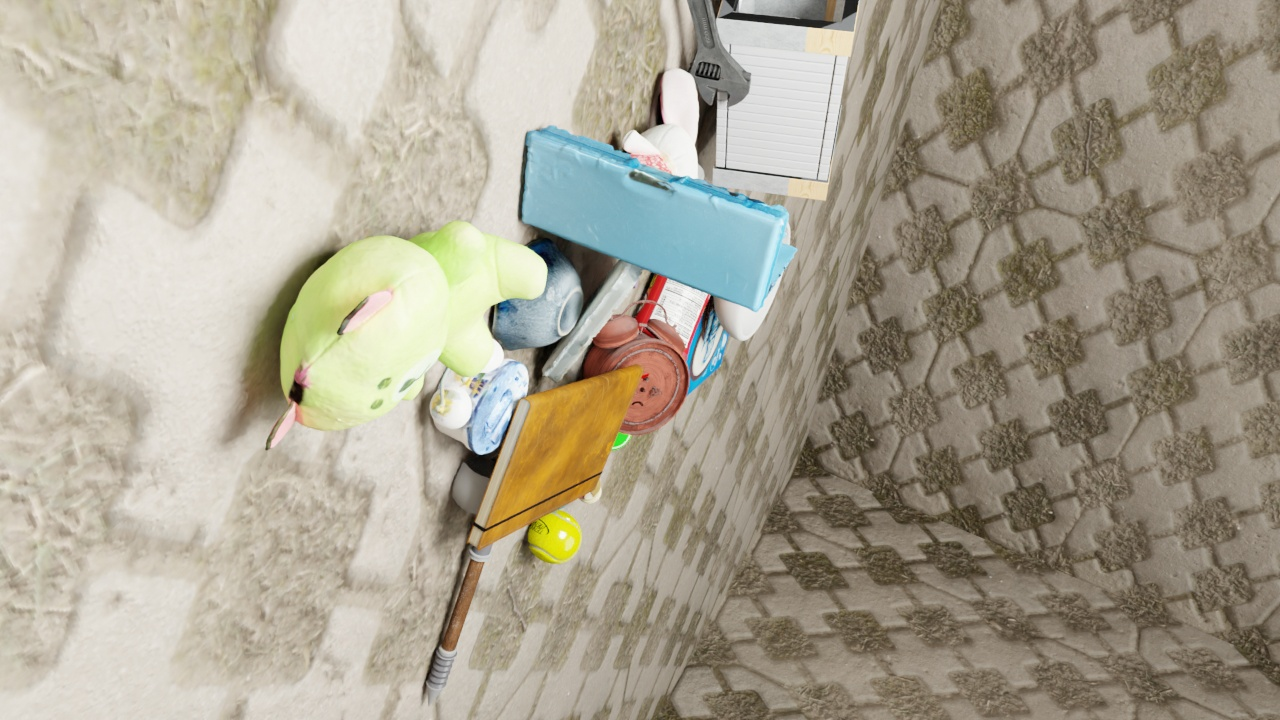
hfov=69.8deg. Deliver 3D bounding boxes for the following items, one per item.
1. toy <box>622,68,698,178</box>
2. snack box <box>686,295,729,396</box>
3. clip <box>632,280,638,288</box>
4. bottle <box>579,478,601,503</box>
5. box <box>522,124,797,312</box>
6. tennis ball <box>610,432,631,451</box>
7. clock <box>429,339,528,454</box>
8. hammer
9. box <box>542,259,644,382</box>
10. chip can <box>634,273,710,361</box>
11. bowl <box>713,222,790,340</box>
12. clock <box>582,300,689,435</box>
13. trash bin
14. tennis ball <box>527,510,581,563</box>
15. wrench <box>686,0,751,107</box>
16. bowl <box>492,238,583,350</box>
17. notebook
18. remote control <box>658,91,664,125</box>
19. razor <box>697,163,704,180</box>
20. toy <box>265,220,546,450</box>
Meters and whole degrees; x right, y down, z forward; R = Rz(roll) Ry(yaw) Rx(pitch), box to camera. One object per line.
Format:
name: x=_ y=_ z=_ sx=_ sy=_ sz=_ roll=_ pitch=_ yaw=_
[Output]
toy: x=0.013 y=-0.198 z=0.949 sx=0.193 sy=0.084 sz=0.159 roll=-46 pitch=138 yaw=-42
snack box: x=0.092 y=-0.071 z=1.379 sx=0.195 sy=0.056 sz=0.239 roll=-36 pitch=144 yaw=-58
clip: x=-0.010 y=-0.103 z=1.110 sx=0.043 sy=0.014 sz=0.052 roll=-51 pitch=159 yaw=-37
bottle: x=-0.075 y=0.136 z=1.131 sx=0.059 sy=0.060 sz=0.166 roll=-61 pitch=162 yaw=-21
box: x=0.023 y=-0.137 z=0.794 sx=0.111 sy=0.232 sz=0.094 roll=-48 pitch=154 yaw=-49
tennis ball: x=-0.041 y=0.082 z=1.155 sx=0.065 sy=0.065 sz=0.065 roll=-55 pitch=159 yaw=-34
clock: x=-0.144 y=0.029 z=0.806 sx=0.088 sy=0.052 sz=0.125 roll=-61 pitch=162 yaw=-19
hammer: x=-0.182 y=0.239 z=0.982 sx=0.155 sy=0.043 sz=0.323 roll=-21 pitch=134 yaw=-67
box: x=-0.020 y=-0.081 z=0.940 sx=0.190 sy=0.045 sz=0.210 roll=-54 pitch=-175 yaw=-37
chip can: x=0.058 y=-0.108 z=1.185 sx=0.213 sy=0.087 sz=0.087 roll=-67 pitch=163 yaw=-5
bowl: x=0.143 y=-0.119 z=1.266 sx=0.176 sy=0.066 sz=0.177 roll=-53 pitch=156 yaw=-37
clock: x=-0.006 y=0.006 z=1.081 sx=0.120 sy=0.072 sz=0.158 roll=6 pitch=109 yaw=-30
trash bin: x=0.171 y=-0.335 z=1.086 sx=0.247 sy=0.142 sz=0.142 roll=85 pitch=18 yaw=-56
tennis ball: x=-0.106 y=0.217 z=1.130 sx=0.065 sy=0.065 sz=0.065 roll=-55 pitch=159 yaw=-34
wrench: x=0.062 y=-0.354 z=0.927 sx=0.273 sy=0.073 sz=0.018 roll=62 pitch=35 yaw=-58
bowl: x=-0.089 y=-0.055 z=0.863 sx=0.110 sy=0.055 sz=0.110 roll=-56 pitch=160 yaw=-33
notebook: x=-0.079 y=0.098 z=0.953 sx=0.248 sy=0.014 sz=0.179 roll=-16 pitch=132 yaw=-63
remote control: x=0.039 y=-0.253 z=1.051 sx=0.047 sy=0.022 sz=0.150 roll=-58 pitch=160 yaw=-30
razor: x=0.089 y=-0.192 z=1.119 sx=0.047 sy=0.116 sz=0.088 roll=31 pitch=81 yaw=-57
toy: x=-0.163 y=-0.030 z=0.614 sx=0.150 sy=0.107 sz=0.196 roll=-50 pitch=162 yaw=27
